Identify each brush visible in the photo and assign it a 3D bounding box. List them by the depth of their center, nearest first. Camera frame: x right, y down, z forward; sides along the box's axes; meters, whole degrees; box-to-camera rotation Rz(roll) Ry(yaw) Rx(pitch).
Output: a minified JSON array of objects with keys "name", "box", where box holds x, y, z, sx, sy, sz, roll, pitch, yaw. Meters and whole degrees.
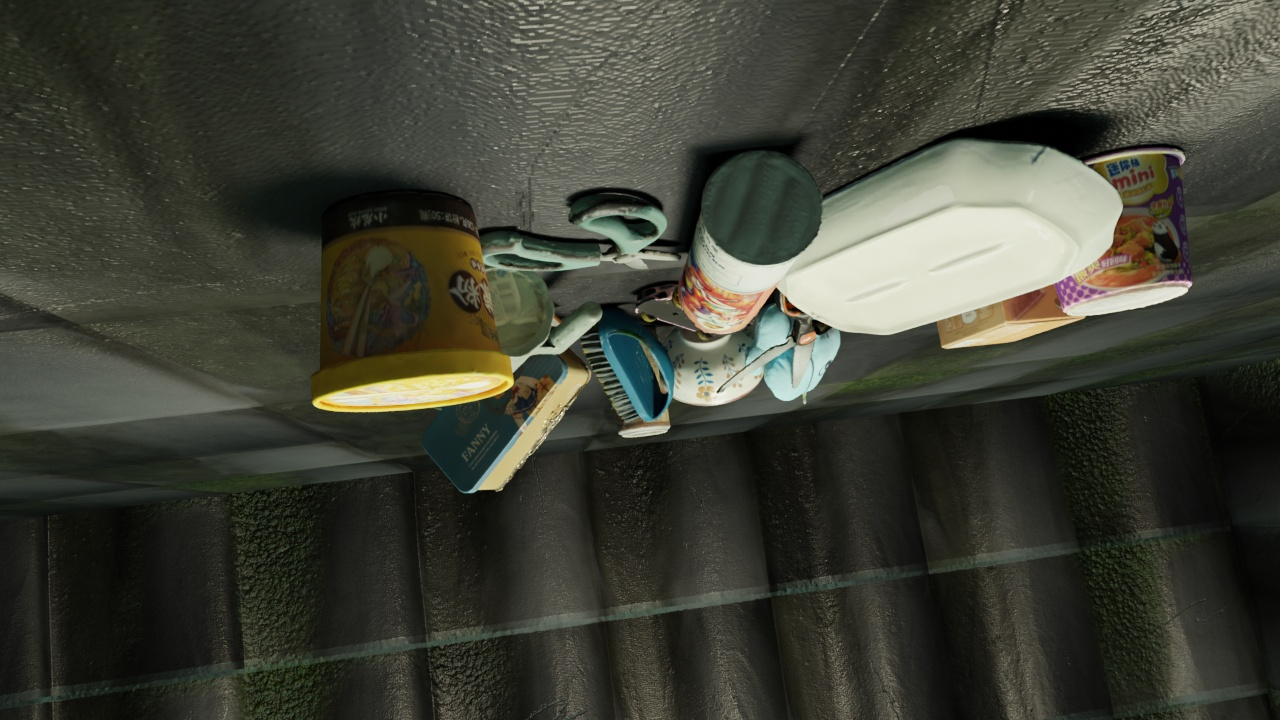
[{"name":"brush","box":[-0.006,0.005,0.921,0.074,0.055,0.144,-7,132,25]}]

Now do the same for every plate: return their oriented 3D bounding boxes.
[{"name":"plate","box":[0.199,-0.072,0.653,0.162,0.034,0.266,26,155,-27]}]

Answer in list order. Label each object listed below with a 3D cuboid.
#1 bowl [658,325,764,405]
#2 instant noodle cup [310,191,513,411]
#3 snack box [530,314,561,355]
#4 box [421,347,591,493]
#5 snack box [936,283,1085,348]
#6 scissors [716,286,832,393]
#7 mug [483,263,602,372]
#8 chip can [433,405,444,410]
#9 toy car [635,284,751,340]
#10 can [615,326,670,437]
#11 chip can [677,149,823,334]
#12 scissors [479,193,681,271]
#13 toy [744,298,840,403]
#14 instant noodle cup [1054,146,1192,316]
[{"name":"bowl","box":[0.072,-0.012,0.967,0.113,0.113,0.062,-8,127,4]},{"name":"instant noodle cup","box":[-0.143,-0.033,0.562,0.118,0.114,0.118,-7,170,-1]},{"name":"snack box","box":[-0.151,-0.022,0.848,0.154,0.026,0.075,-10,156,17]},{"name":"box","box":[-0.137,0.051,0.914,0.184,0.090,0.062,-52,156,9]},{"name":"snack box","box":[0.301,-0.067,0.767,0.077,0.094,0.093,-5,170,-15]},{"name":"scissors","box":[0.164,-0.036,0.845,0.234,0.021,0.221,-30,149,5]},{"name":"mug","box":[-0.101,-0.028,0.727,0.123,0.083,0.104,-1,167,-23]},{"name":"chip can","box":[-0.198,0.025,1.008,0.071,0.071,0.210,-9,171,8]},{"name":"toy car","box":[0.051,-0.050,0.867,0.122,0.037,0.056,15,156,-35]},{"name":"can","box":[-0.002,0.024,1.016,0.058,0.116,0.058,-6,171,-1]},{"name":"chip can","box":[0.068,-0.072,0.634,0.071,0.071,0.215,-7,171,-2]},{"name":"scissors","box":[-0.020,-0.085,0.644,0.176,0.019,0.172,1,167,-35]},{"name":"toy","box":[0.162,-0.010,0.957,0.161,0.156,0.050,-30,-132,-34]},{"name":"instant noodle cup","box":[0.342,-0.089,0.664,0.111,0.099,0.111,-7,169,-2]}]
